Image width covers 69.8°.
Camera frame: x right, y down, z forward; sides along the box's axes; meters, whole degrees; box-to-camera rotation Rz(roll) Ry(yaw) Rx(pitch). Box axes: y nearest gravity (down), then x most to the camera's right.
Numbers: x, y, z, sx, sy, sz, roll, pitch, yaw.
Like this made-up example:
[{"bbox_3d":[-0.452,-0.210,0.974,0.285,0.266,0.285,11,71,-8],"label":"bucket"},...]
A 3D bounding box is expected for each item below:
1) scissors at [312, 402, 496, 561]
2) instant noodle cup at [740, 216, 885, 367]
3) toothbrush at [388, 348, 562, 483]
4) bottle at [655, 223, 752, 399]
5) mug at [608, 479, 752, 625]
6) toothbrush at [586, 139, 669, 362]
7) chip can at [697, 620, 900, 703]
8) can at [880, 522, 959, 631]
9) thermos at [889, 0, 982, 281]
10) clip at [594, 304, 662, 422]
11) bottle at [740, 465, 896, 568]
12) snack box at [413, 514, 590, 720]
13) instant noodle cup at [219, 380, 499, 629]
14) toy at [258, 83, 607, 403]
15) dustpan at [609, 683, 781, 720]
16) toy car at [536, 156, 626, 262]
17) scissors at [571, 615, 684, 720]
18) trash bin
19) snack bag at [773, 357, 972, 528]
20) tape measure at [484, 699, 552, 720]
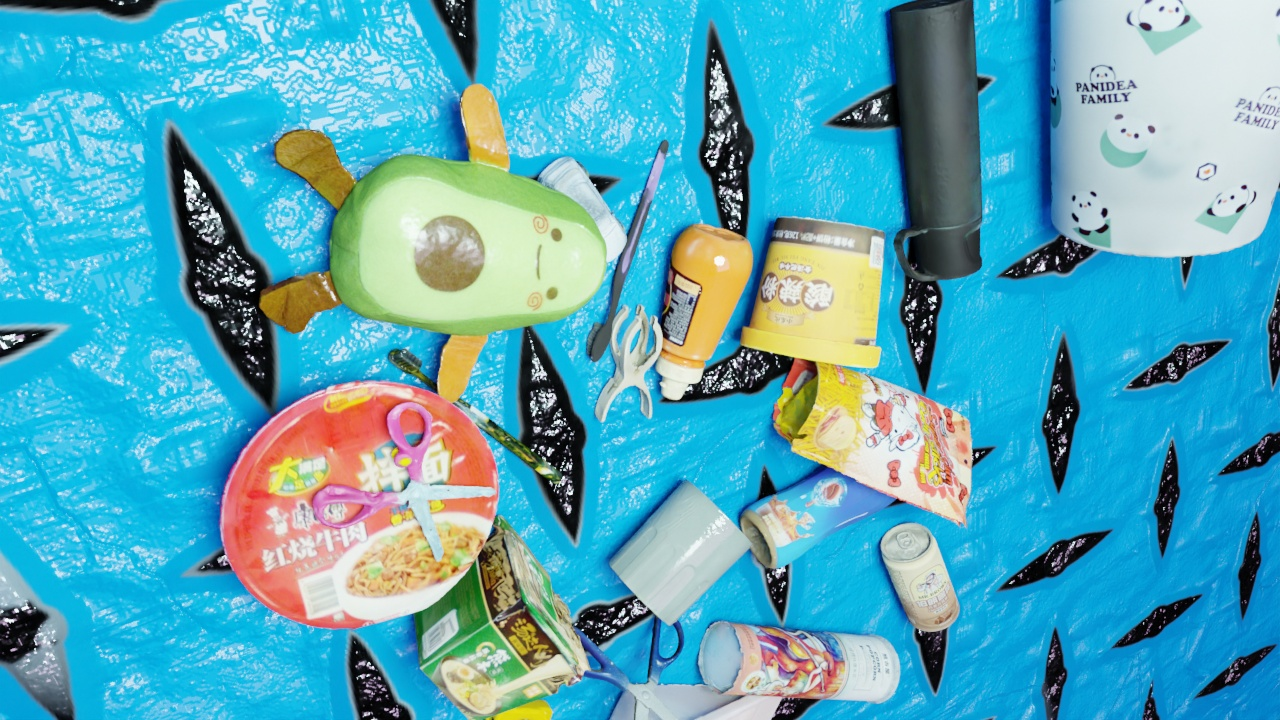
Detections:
[{"bbox_3d":[-0.167,0.094,0.650,0.133,0.017,0.133,-23,120,-22],"label":"scissors"},{"bbox_3d":[0.153,-0.059,0.783,0.118,0.118,0.114,6,97,-29],"label":"instant noodle cup"},{"bbox_3d":[-0.125,0.047,0.729,0.186,0.017,0.012,43,48,-32],"label":"toothbrush"},{"bbox_3d":[0.045,-0.036,0.766,0.066,0.067,0.150,5,112,-29],"label":"bottle"},{"bbox_3d":[0.042,0.181,0.831,0.103,0.084,0.124,-45,141,-6],"label":"mug"},{"bbox_3d":[-0.011,-0.088,0.747,0.014,0.017,0.189,13,98,-42],"label":"toothbrush"},{"bbox_3d":[0.164,0.310,0.939,0.214,0.071,0.071,15,100,-30],"label":"chip can"},{"bbox_3d":[0.302,0.235,0.990,0.058,0.058,0.116,-35,120,-13],"label":"can"},{"bbox_3d":[0.259,-0.189,0.814,0.089,0.068,0.243,-24,116,-24],"label":"thermos"},{"bbox_3d":[-0.009,0.004,0.768,0.070,0.034,0.100,-4,117,-27],"label":"clip"},{"bbox_3d":[0.203,0.128,0.899,0.218,0.065,0.065,-24,117,-19],"label":"bottle"},{"bbox_3d":[-0.120,0.218,0.743,0.105,0.118,0.117,-32,119,-3],"label":"snack box"},{"bbox_3d":[-0.207,0.099,0.677,0.193,0.066,0.194,-9,110,-25],"label":"instant noodle cup"},{"bbox_3d":[-0.132,-0.077,0.641,0.246,0.090,0.227,1,114,-24],"label":"toy"},{"bbox_3d":[0.040,0.429,0.876,0.273,0.139,0.222,20,97,-31],"label":"dustpan"},{"bbox_3d":[-0.043,-0.114,0.707,0.043,0.034,0.090,-42,122,-13],"label":"toy car"},{"bbox_3d":[0.000,0.286,0.816,0.161,0.176,0.012,-44,161,-51],"label":"scissors"},{"bbox_3d":[0.481,-0.244,0.829,0.229,0.229,0.252,-20,120,-20],"label":"trash bin"},{"bbox_3d":[0.228,0.070,0.864,0.207,0.073,0.128,21,54,-18],"label":"snack bag"},{"bbox_3d":[-0.114,0.328,0.826,0.060,0.029,0.057,16,98,-31],"label":"tape measure"}]
